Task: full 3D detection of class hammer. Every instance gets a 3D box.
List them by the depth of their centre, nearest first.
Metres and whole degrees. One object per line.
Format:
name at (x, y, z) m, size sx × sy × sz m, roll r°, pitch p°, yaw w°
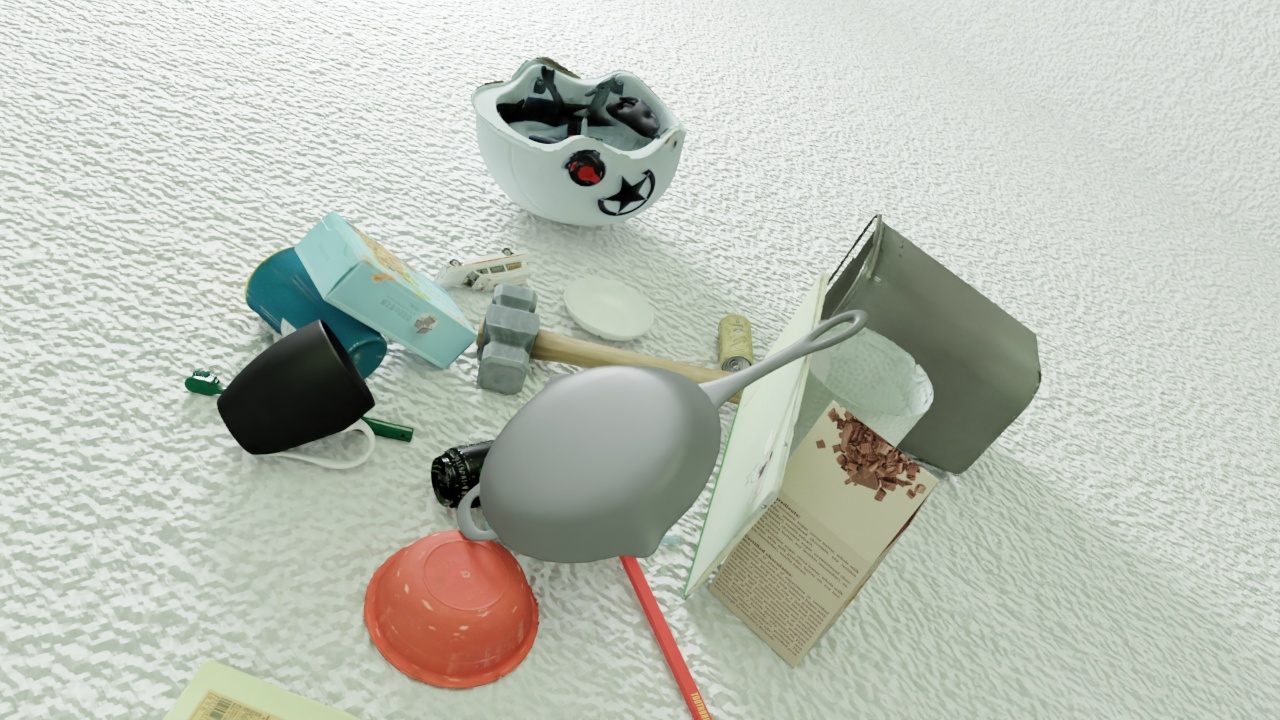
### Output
hammer at (-0.006, 0.005, 0.936) m, size 0.322 × 0.051 × 0.117 m, roll 13°, pitch 42°, yaw -11°

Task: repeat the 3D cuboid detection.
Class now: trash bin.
trash bin at (0.177, 0.065, 0.872) m, size 0.133 × 0.162 × 0.133 m, roll 15°, pitch 36°, yaw -11°
trash bin at (0.299, -0.009, 1.018) m, size 0.220 × 0.198 × 0.196 m, roll 31°, pitch 35°, yaw 1°

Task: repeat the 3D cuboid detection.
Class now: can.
can at (-0.106, 0.090, 0.780) m, size 0.137 × 0.054 × 0.054 m, roll -8°, pitch 46°, yaw -36°
can at (0.108, -0.016, 1.043) m, size 0.038 × 0.038 × 0.079 m, roll 16°, pitch 36°, yaw -9°

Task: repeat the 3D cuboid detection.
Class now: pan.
pan at (0.019, 0.038, 0.702) m, size 0.354 × 0.024 × 0.216 m, roll -27°, pitch 40°, yaw -6°

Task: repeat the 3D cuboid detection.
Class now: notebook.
notebook at (0.099, 0.061, 0.781) m, size 0.010 × 0.182 × 0.251 m, roll 25°, pitch 47°, yaw -2°

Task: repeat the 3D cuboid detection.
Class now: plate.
plate at (-0.038, -0.052, 1.022) m, size 0.104 × 0.026 × 0.104 m, roll 15°, pitch 36°, yaw -11°

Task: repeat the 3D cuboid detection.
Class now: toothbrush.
toothbrush at (0.015, 0.201, 0.723) m, size 0.012 × 0.018 × 0.212 m, roll 1°, pitch 44°, yaw -35°
toothbrush at (-0.288, 0.039, 0.782) m, size 0.189 × 0.016 × 0.017 m, roll 15°, pitch 32°, yaw -11°

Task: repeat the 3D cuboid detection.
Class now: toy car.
toy car at (-0.168, -0.094, 1.000) m, size 0.112 × 0.039 × 0.039 m, roll -18°, pitch 74°, yaw -41°

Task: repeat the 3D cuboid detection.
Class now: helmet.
helmet at (-0.084, -0.255, 1.143) m, size 0.263 × 0.164 × 0.236 m, roll -7°, pitch 41°, yaw -25°

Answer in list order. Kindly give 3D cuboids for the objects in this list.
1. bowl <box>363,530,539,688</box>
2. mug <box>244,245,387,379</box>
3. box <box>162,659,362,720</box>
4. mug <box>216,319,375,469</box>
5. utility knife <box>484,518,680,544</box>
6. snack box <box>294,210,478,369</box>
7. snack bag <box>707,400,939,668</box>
bowl at (-0.133, 0.170, 0.671) m, size 0.130 × 0.045 × 0.130 m, roll 15°, pitch 37°, yaw -11°
mug at (-0.290, -0.036, 0.832) m, size 0.121 × 0.078 × 0.078 m, roll 43°, pitch 40°, yaw 18°
box at (-0.207, 0.261, 0.537) m, size 0.187 × 0.024 × 0.137 m, roll 23°, pitch 33°, yaw 1°
mug at (-0.270, 0.042, 0.736) m, size 0.100 × 0.119 × 0.085 m, roll -31°, pitch 15°, yaw -10°
utility knife at (-0.045, 0.149, 0.776) m, size 0.177 × 0.016 × 0.022 m, roll 9°, pitch 40°, yaw -24°
snack box at (-0.226, -0.059, 0.833) m, size 0.075 × 0.053 × 0.174 m, roll 51°, pitch 6°, yaw 33°
snack bag at (0.144, 0.135, 0.725) m, size 0.094 × 0.207 × 0.069 m, roll 40°, pitch 39°, yaw 22°
